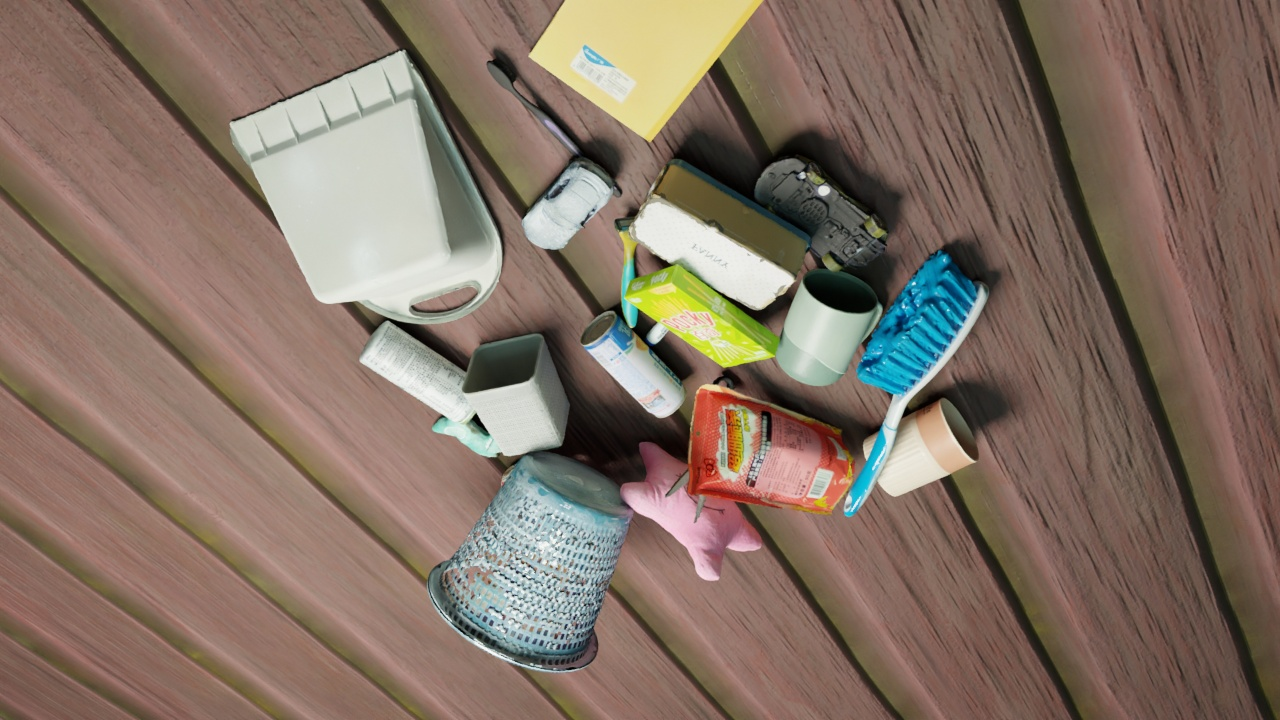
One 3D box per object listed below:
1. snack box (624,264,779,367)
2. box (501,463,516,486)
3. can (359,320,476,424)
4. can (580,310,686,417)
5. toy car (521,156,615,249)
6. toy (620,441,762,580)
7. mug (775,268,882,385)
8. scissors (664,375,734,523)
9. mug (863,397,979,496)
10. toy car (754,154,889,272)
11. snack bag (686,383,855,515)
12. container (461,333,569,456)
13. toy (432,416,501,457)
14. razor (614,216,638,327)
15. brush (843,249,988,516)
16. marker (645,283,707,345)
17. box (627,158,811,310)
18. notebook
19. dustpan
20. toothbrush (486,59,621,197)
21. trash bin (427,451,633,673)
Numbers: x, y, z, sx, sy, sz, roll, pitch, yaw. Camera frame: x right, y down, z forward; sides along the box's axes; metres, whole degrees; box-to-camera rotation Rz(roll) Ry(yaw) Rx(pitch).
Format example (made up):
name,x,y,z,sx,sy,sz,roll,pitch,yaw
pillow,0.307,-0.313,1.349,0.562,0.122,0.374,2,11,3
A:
name,x,y,z,sx,sy,sz,roll,pitch,yaw
snack box,0.066,-0.045,0.983,0.156,0.026,0.086,33,154,-29
box,-0.115,0.194,1.214,0.164,0.055,0.070,40,137,-23
can,-0.257,0.016,1.088,0.146,0.058,0.058,36,123,-20
can,-0.006,0.006,1.057,0.053,0.053,0.134,-31,118,26
toy car,-0.077,-0.158,0.948,0.054,0.036,0.121,35,130,-20
toy,0.064,0.169,1.121,0.194,0.178,0.075,43,124,17
mug,0.209,-0.035,0.994,0.111,0.082,0.107,-8,133,-28
scissors,0.090,0.100,1.072,0.014,0.177,0.159,-5,95,55
mug,0.338,0.107,1.090,0.106,0.081,0.114,-32,147,28
toy car,0.183,-0.149,0.924,0.158,0.042,0.070,35,125,-22
snack bag,0.149,0.110,1.070,0.207,0.128,0.073,15,168,-24
container,-0.141,0.044,1.080,0.090,0.090,0.114,-11,128,14
toy,-0.207,0.093,1.156,0.092,0.030,0.097,36,143,-24
razor,-0.009,-0.095,0.995,0.043,0.028,0.133,-12,126,-18
brush,0.279,0.036,1.010,0.109,0.060,0.315,24,109,-23
marker,0.051,-0.067,1.018,0.017,0.016,0.146,31,124,-17
box,0.084,-0.120,0.923,0.184,0.060,0.090,28,149,-11
notebook,0.012,-0.316,0.836,0.146,0.010,0.207,32,124,-18
dustpan,-0.270,-0.159,0.987,0.223,0.142,0.258,-16,95,17
toothbrush,-0.082,-0.229,0.914,0.014,0.016,0.189,-26,124,36
trash bin,-0.113,0.226,1.106,0.226,0.226,0.195,25,99,-13
